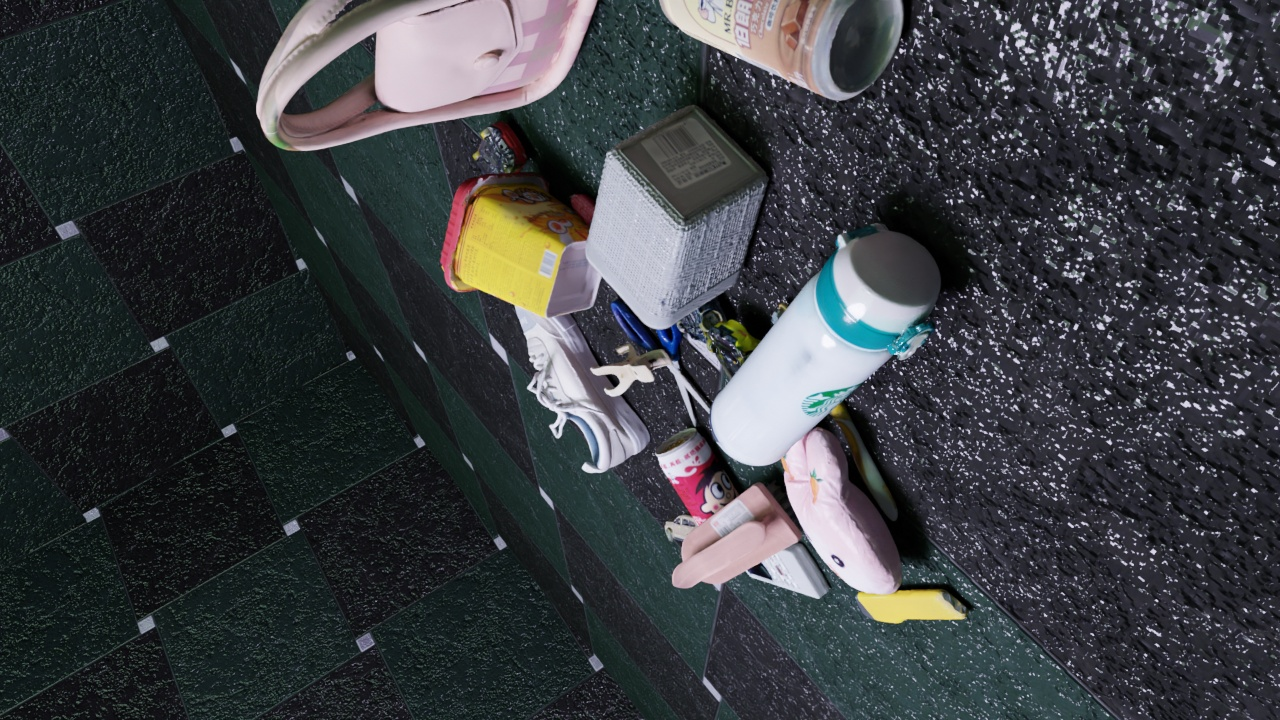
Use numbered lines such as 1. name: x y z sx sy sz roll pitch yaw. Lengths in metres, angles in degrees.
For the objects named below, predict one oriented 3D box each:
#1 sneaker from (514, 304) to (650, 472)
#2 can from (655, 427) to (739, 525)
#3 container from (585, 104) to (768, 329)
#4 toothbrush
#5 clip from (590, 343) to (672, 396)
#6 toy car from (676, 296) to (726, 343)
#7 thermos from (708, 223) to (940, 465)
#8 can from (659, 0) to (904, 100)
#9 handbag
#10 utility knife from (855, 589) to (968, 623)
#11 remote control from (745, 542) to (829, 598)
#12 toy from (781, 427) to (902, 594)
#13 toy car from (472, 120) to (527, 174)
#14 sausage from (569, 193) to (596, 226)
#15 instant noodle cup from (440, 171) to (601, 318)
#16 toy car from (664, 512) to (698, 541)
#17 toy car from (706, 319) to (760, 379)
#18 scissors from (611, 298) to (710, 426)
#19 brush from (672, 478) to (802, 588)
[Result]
1. sneaker: -0.093 0.025 1.082 0.242 0.090 0.090 56 160 0
2. can: 0.070 0.137 0.940 0.133 0.053 0.053 58 160 -9
3. container: 0.024 -0.097 0.619 0.090 0.090 0.114 49 157 17
4. toothbrush: 0.143 0.042 0.668 0.191 0.018 0.016 60 162 -14
5. clip: 0.001 -0.001 0.901 0.105 0.083 0.035 -22 106 46
6. toy car: 0.035 -0.061 0.732 0.105 0.031 0.049 59 160 -14
7. thermos: 0.110 0.000 0.576 0.073 0.073 0.225 51 153 12
8. can: 0.065 -0.172 0.443 0.116 0.058 0.059 40 156 37
9. handbag: -0.147 -0.211 0.607 0.093 0.233 0.194 57 161 0
10. utility knife: 0.220 0.202 0.755 0.033 0.015 0.154 48 159 1
11. remote control: 0.137 0.209 0.949 0.058 0.021 0.150 58 160 -8
12. toy: 0.149 0.112 0.711 0.159 0.054 0.121 63 170 -20
13. toy car: -0.139 -0.200 0.910 0.049 0.031 0.106 57 159 -3
14. sausage: -0.013 -0.101 0.798 0.156 0.020 0.020 45 158 26
15. instant noodle cup: -0.102 -0.103 0.849 0.124 0.116 0.116 30 116 25
16. toy car: 0.062 0.194 1.072 0.091 0.042 0.035 -10 90 64
17. toy car: 0.088 0.007 0.722 0.048 0.032 0.105 33 162 46
18. scissors: 0.026 -0.004 0.877 0.162 0.012 0.175 42 158 31
19. brush: 0.085 0.171 0.866 0.063 0.072 0.146 52 132 6
